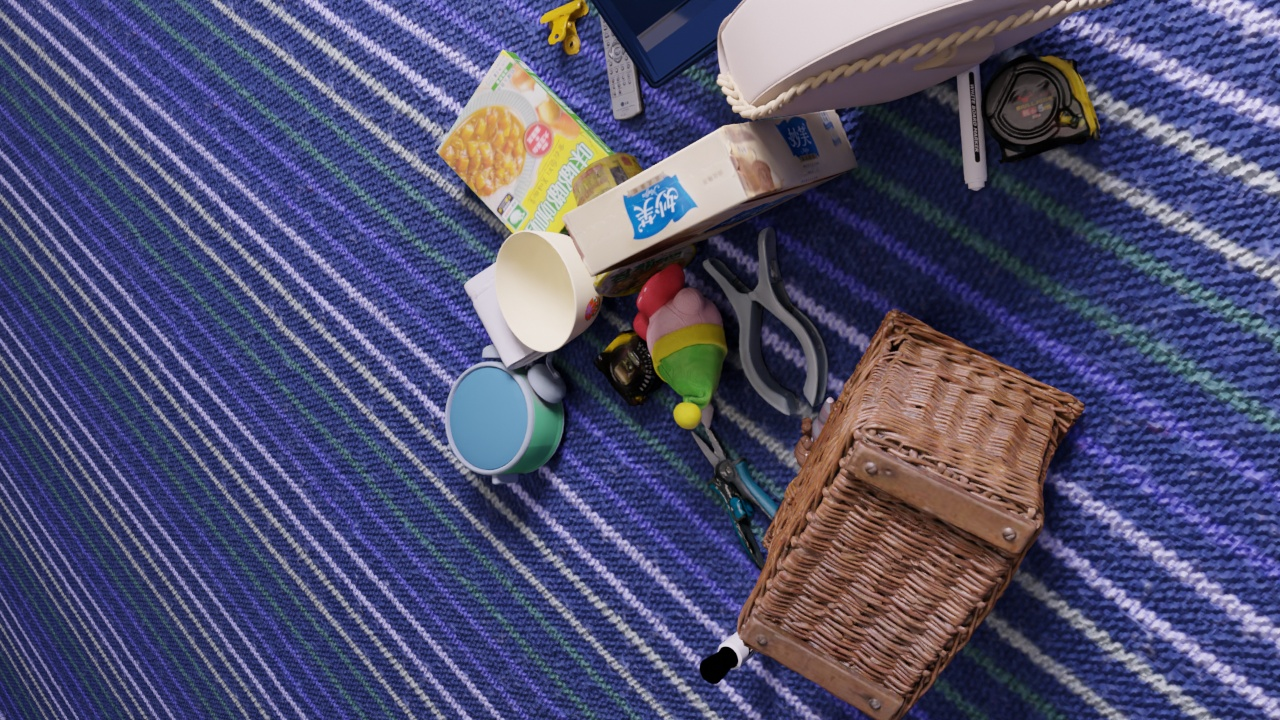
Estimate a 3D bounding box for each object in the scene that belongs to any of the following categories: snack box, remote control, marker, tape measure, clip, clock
[{"bbox_3d":[-0.117,-0.207,0.931,0.168,0.027,0.132,47,114,12],"label":"snack box"},{"bbox_3d":[-0.020,-0.298,0.871,0.033,0.013,0.136,-6,96,37],"label":"remote control"},{"bbox_3d":[0.092,0.257,0.825,0.025,0.125,0.025,8,103,35],"label":"marker"},{"bbox_3d":[-0.005,0.005,0.903,0.067,0.038,0.063,53,124,17],"label":"tape measure"},{"bbox_3d":[0.283,-0.182,0.656,0.072,0.042,0.072,-14,95,38],"label":"tape measure"},{"bbox_3d":[-0.077,-0.327,0.898,0.053,0.035,0.046,-6,87,35],"label":"clip"},{"bbox_3d":[0.103,-0.026,0.825,0.108,0.027,0.163,-21,85,35],"label":"clip"},{"bbox_3d":[0.061,-0.134,0.722,0.154,0.206,0.055,-21,93,37],"label":"snack box"},{"bbox_3d":[0.247,-0.195,0.693,0.020,0.017,0.133,-5,96,10],"label":"marker"},{"bbox_3d":[-0.138,0.045,0.991,0.122,0.075,0.162,31,103,29],"label":"clock"}]

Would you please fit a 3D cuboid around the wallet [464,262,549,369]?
[{"bbox_3d":[-0.127,-0.054,0.964,0.086,0.032,0.116,-27,70,1],"label":"wallet"}]

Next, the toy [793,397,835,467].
[{"bbox_3d":[0.166,0.060,0.788,0.055,0.041,0.102,18,119,9],"label":"toy"}]

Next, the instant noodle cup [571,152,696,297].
[{"bbox_3d":[-0.015,-0.127,0.852,0.102,0.102,0.108,-34,72,35],"label":"instant noodle cup"}]

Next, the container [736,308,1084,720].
[{"bbox_3d":[0.186,0.124,0.673,0.162,0.182,0.250,28,117,11],"label":"container"}]

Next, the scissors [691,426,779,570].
[{"bbox_3d":[0.097,0.132,0.865,0.122,0.019,0.149,3,99,36],"label":"scissors"}]

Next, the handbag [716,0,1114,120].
[{"bbox_3d":[0.169,-0.232,0.597,0.209,0.210,0.103,-12,94,53],"label":"handbag"}]

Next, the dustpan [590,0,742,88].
[{"bbox_3d":[0.082,-0.310,0.695,0.237,0.273,0.080,-32,42,15],"label":"dustpan"}]

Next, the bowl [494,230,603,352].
[{"bbox_3d":[-0.077,-0.074,0.899,0.118,0.073,0.118,18,117,40],"label":"bowl"}]

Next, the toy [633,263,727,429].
[{"bbox_3d":[0.036,-0.001,0.832,0.131,0.096,0.124,52,152,20],"label":"toy"}]
